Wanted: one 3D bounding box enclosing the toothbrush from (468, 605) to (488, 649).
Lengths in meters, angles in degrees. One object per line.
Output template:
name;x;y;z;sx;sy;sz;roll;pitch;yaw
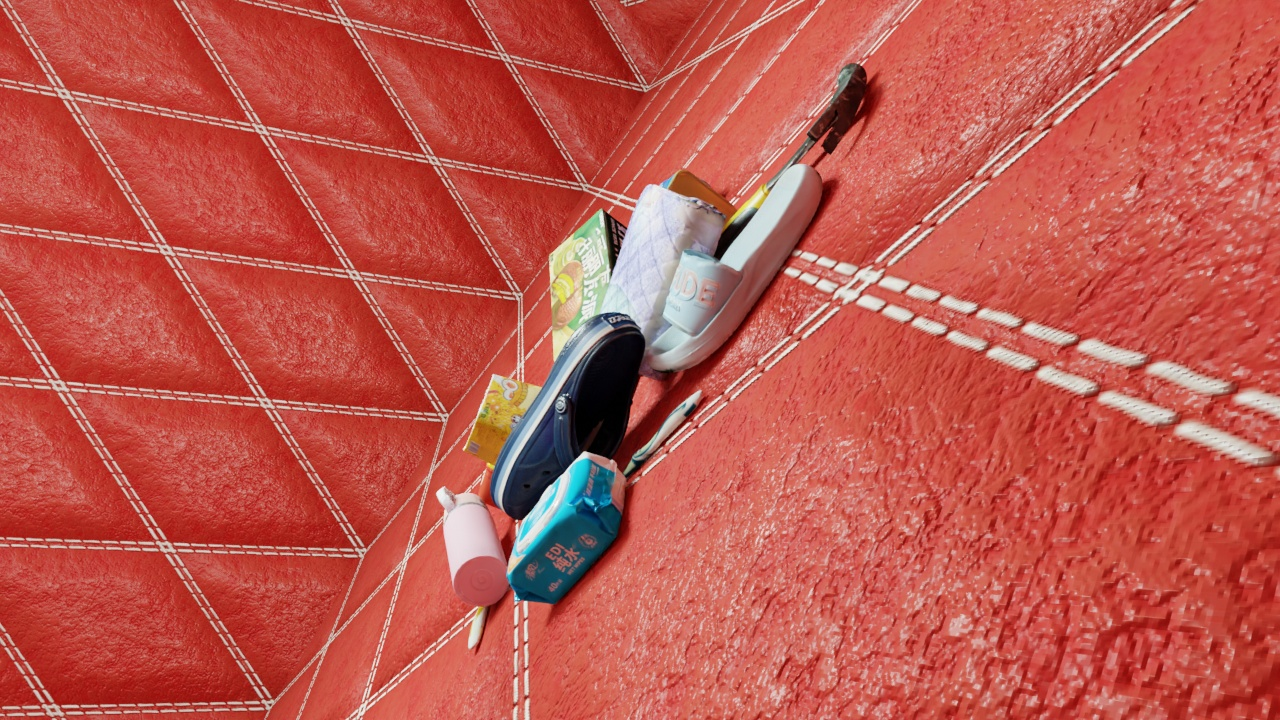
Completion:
toothbrush;-0.187;0.279;1.099;0.016;0.018;0.191;-36;18;15

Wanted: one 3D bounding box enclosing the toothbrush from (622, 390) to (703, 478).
toothbrush;-0.001;0.088;0.871;0.192;0.018;0.016;-49;15;32

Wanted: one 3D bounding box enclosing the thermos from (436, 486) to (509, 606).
thermos;-0.211;0.218;1.125;0.067;0.087;0.198;-38;23;-2

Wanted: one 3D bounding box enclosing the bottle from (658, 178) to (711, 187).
bottle;0.056;-0.232;1.324;0.065;0.065;0.218;-56;12;5

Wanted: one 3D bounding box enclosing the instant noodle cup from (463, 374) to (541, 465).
instant noodle cup;-0.136;0.084;1.097;0.116;0.123;0.116;121;168;-48

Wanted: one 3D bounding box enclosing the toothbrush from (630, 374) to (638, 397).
toothbrush;-0.006;0.006;1.090;0.185;0.017;0.012;-70;-20;-44

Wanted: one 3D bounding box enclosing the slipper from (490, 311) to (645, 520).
slipper;-0.059;0.069;0.933;0.095;0.105;0.253;45;117;33

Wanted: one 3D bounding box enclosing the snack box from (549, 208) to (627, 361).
snack box;-0.061;-0.090;1.239;0.115;0.063;0.239;-38;37;26

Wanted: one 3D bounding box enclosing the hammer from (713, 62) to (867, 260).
hammer;0.124;-0.168;0.978;0.324;0.032;0.125;-49;9;35

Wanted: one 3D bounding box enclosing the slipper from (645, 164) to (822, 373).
slipper;0.080;-0.090;0.877;0.245;0.074;0.104;-53;14;10

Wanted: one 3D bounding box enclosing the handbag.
handbag;0.020;-0.087;0.993;0.134;0.075;0.194;-130;58;-65

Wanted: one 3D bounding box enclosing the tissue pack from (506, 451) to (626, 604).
tissue pack;-0.071;0.157;0.860;0.140;0.063;0.089;-50;15;28

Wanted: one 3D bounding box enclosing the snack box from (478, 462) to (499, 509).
snack box;-0.178;0.151;1.243;0.091;0.082;0.080;-80;16;-60

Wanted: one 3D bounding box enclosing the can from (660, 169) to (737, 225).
can;0.057;-0.171;1.097;0.083;0.102;0.057;-27;32;61
